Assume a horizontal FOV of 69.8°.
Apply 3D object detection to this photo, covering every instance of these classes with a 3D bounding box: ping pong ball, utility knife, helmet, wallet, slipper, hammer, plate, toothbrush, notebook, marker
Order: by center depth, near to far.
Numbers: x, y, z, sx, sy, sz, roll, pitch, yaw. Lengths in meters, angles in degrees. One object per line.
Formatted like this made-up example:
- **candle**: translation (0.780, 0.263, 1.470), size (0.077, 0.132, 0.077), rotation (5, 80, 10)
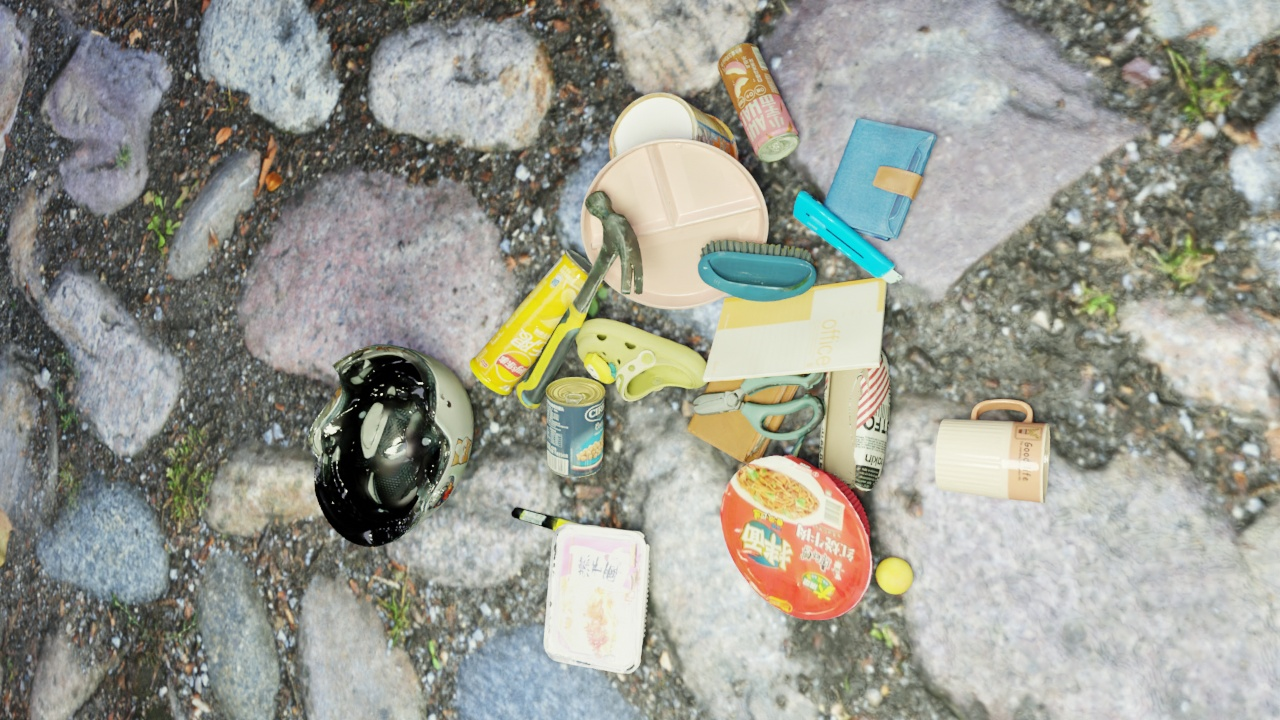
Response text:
- **ping pong ball**: translation (0.283, 0.240, 1.024), size (0.040, 0.040, 0.040), rotation (-4, 81, 26)
- **notebook**: translation (0.184, -0.036, 1.086), size (0.207, 0.010, 0.145), rotation (-6, 44, 26)
- **utility knife**: translation (0.245, -0.143, 1.089), size (0.159, 0.018, 0.034), rotation (42, 130, 17)
- **wallet**: translation (0.282, -0.216, 1.094), size (0.106, 0.040, 0.133), rotation (23, 94, 31)
- **toothbrush**: translation (0.180, 0.128, 1.106), size (0.018, 0.016, 0.192), rotation (31, 96, 16)
- **plate**: translation (0.041, -0.167, 1.132), size (0.230, 0.229, 0.028), rotation (-27, 28, 20)
- **wallet**: translation (0.128, 0.052, 1.133), size (0.108, 0.031, 0.132), rotation (28, 95, 30)
- **hammer**: translation (-0.086, -0.050, 1.156), size (0.126, 0.031, 0.324), rotation (58, 135, 28)
- **slipper**: translation (-0.007, 0.007, 1.165), size (0.191, 0.092, 0.081), rotation (16, 63, 23)
- **marker**: translation (-0.125, 0.219, 1.244), size (0.124, 0.015, 0.018), rotation (9, 86, 30)
- **helmet**: translation (-0.327, 0.111, 1.280), size (0.230, 0.156, 0.274), rotation (19, 102, 25)

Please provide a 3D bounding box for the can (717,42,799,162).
- **can**: translation (0.148, -0.328, 1.162), size (0.058, 0.058, 0.147), rotation (-27, 72, 20)

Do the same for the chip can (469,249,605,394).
- **chip can**: translation (-0.143, -0.052, 1.259), size (0.213, 0.072, 0.072), rotation (-48, 66, 12)

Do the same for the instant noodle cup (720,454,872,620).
- **instant noodle cup**: translation (0.186, 0.191, 1.038), size (0.194, 0.065, 0.194), rotation (17, 117, 38)

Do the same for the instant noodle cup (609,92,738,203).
- **instant noodle cup**: translation (0.037, -0.266, 1.178), size (0.152, 0.111, 0.151), rotation (-4, 80, 26)

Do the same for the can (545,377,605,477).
- **can**: translation (-0.084, 0.087, 1.185), size (0.075, 0.075, 0.111), rotation (17, 120, 27)

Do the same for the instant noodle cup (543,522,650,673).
- **instant noodle cup**: translation (-0.047, 0.298, 1.168), size (0.138, 0.060, 0.173), rotation (1, 82, 26)

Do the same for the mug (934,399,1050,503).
- **mug**: translation (0.379, 0.092, 0.983), size (0.106, 0.082, 0.114), rotation (3, 57, 28)

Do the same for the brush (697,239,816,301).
- **brush**: translation (0.140, -0.103, 1.105), size (0.144, 0.055, 0.073), rotation (5, 49, 0)

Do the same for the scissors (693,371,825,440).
- **scissors**: translation (0.140, 0.025, 1.104), size (0.185, 0.019, 0.129), rotation (12, 84, 31)

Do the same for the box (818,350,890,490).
- **box**: translation (0.243, 0.067, 1.058), size (0.088, 0.076, 0.163), rotation (-2, 81, 41)
